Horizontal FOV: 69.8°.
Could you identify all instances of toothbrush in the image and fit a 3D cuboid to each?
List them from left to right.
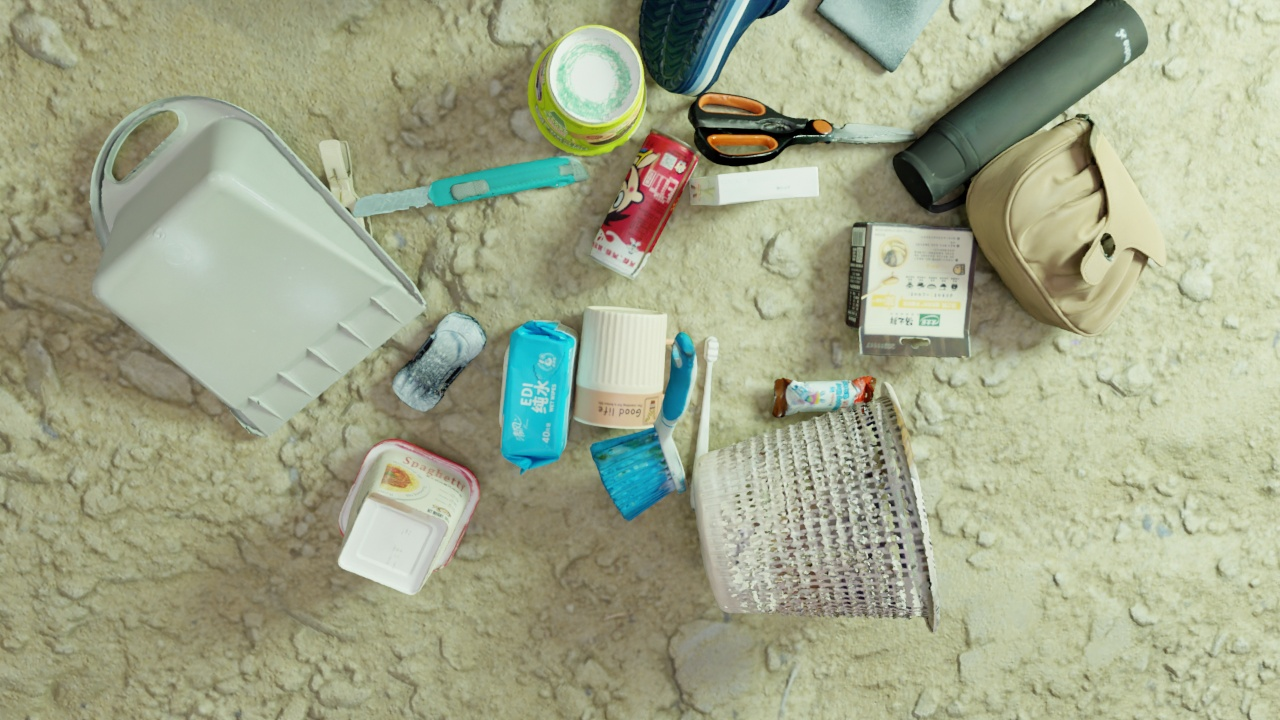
[{"bbox_3d":[0.064,0.066,0.915,0.016,0.016,0.180,4,99,-5],"label":"toothbrush"}]

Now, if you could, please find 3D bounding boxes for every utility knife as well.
[{"bbox_3d":[-0.153,-0.158,0.842,0.219,0.013,0.029,-14,101,-13],"label":"utility knife"}]

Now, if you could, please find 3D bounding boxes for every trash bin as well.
[{"bbox_3d":[0.156,0.147,0.851,0.192,0.227,0.227,-11,101,10],"label":"trash bin"}]

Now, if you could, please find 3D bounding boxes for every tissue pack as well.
[{"bbox_3d":[-0.096,0.029,0.856,0.063,0.090,0.140,6,98,0],"label":"tissue pack"}]

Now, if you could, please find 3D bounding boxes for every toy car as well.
[{"bbox_3d":[-0.191,0.001,0.873,0.049,0.031,0.105,39,93,-11],"label":"toy car"}]

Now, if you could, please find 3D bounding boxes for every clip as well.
[{"bbox_3d":[-0.270,-0.150,0.834,0.035,0.074,0.100,-6,101,-5],"label":"clip"}]

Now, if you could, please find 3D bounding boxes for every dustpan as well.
[{"bbox_3d":[-0.364,-0.099,0.829,0.223,0.142,0.257,-36,129,13],"label":"dustpan"}]

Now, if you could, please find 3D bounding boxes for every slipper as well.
[{"bbox_3d":[0.089,-0.352,0.813,0.095,0.105,0.253,14,112,-43],"label":"slipper"}]

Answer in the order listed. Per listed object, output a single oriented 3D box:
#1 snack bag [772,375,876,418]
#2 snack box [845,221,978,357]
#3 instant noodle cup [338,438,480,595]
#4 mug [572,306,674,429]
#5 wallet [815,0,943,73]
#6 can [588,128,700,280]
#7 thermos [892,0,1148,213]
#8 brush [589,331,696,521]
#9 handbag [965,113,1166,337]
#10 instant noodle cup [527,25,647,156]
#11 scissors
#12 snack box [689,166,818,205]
[{"bbox_3d":[0.183,0.036,0.916,0.105,0.026,0.045,-1,119,-5],"label":"snack bag"},{"bbox_3d":[0.263,-0.069,0.893,0.113,0.053,0.126,2,100,-7],"label":"snack box"},{"bbox_3d":[-0.219,0.148,0.848,0.116,0.124,0.117,25,97,-9],"label":"instant noodle cup"},{"bbox_3d":[-0.005,0.005,0.872,0.114,0.082,0.106,0,99,-32],"label":"mug"},{"bbox_3d":[0.236,-0.349,0.862,0.097,0.019,0.121,35,93,-12],"label":"wallet"},{"bbox_3d":[0.003,-0.144,0.855,0.053,0.053,0.133,27,96,-9],"label":"can"},{"bbox_3d":[0.359,-0.236,0.875,0.242,0.068,0.090,-37,133,3],"label":"thermos"},{"bbox_3d":[0.007,0.064,0.784,0.109,0.315,0.060,-19,65,0],"label":"brush"},{"bbox_3d":[0.408,-0.121,0.862,0.148,0.100,0.204,-49,118,0],"label":"handbag"},{"bbox_3d":[-0.043,-0.238,0.799,0.111,0.123,0.112,-1,100,-6],"label":"instant noodle cup"},{"bbox_3d":[0.158,-0.201,0.856,0.235,0.022,0.138,15,53,-2],"label":"scissors"},{"bbox_3d":[0.095,-0.154,0.810,0.084,0.156,0.027,-6,100,-4],"label":"snack box"}]
